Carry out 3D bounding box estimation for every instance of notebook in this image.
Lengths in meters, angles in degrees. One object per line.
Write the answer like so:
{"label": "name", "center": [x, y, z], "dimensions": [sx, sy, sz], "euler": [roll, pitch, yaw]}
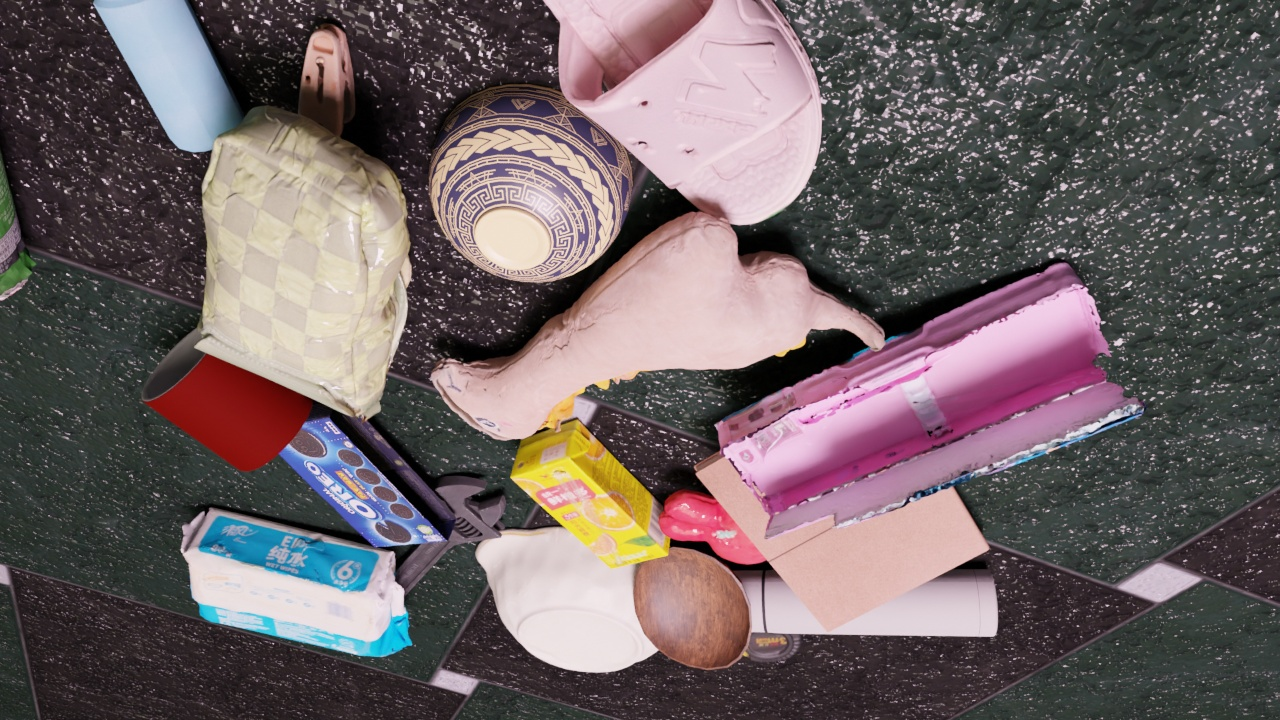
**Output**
{"label": "notebook", "center": [0.151, 0.107, 0.659], "dimensions": [0.141, 0.008, 0.209], "euler": [-31, 122, 12]}

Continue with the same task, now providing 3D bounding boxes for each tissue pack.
{"label": "tissue pack", "center": [-0.306, 0.205, 0.827], "dimensions": [0.209, 0.065, 0.117], "euler": [15, 135, 0]}

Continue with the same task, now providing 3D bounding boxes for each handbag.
{"label": "handbag", "center": [-0.173, -0.057, 0.508], "dimensions": [0.113, 0.116, 0.187], "euler": [28, 135, -2]}

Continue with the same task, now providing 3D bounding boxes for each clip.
{"label": "clip", "center": [-0.162, -0.149, 0.484], "dimensions": [0.025, 0.043, 0.061], "euler": [15, 123, -7]}

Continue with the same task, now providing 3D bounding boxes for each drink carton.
{"label": "drink carton", "center": [-0.035, 0.106, 0.703], "dimensions": [0.059, 0.042, 0.134], "euler": [-20, 129, 28]}

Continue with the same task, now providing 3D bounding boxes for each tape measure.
{"label": "tape measure", "center": [0.113, 0.238, 0.821], "dimensions": [0.067, 0.038, 0.063], "euler": [-5, 126, 8]}

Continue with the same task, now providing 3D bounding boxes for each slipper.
{"label": "slipper", "center": [0.007, -0.149, 0.419], "dimensions": [0.094, 0.064, 0.239], "euler": [-23, 126, 29]}

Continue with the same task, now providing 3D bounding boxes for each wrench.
{"label": "wrench", "center": [-0.192, 0.173, 0.817], "dimensions": [0.073, 0.018, 0.274], "euler": [31, 133, -15]}

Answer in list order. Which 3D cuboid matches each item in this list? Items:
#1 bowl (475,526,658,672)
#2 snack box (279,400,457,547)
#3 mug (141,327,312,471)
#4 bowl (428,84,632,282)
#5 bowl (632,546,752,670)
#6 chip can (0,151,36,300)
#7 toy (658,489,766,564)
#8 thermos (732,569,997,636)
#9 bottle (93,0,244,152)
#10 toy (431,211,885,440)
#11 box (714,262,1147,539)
{"label": "bowl", "center": [-0.050, 0.225, 0.816], "dimensions": [0.219, 0.060, 0.189], "euler": [29, 133, -20]}
{"label": "snack box", "center": [-0.219, 0.091, 0.715], "dimensions": [0.082, 0.027, 0.150], "euler": [-12, 128, 29]}
{"label": "mug", "center": [-0.272, 0.014, 0.636], "dimensions": [0.106, 0.073, 0.082], "euler": [-39, 124, 4]}
{"label": "bowl", "center": [-0.064, -0.084, 0.498], "dimensions": [0.112, 0.061, 0.113], "euler": [5, 136, 4]}
{"label": "bowl", "center": [0.045, 0.196, 0.746], "dimensions": [0.102, 0.026, 0.114], "euler": [10, 115, 22]}
{"label": "chip can", "center": [-0.392, -0.128, 0.498], "dimensions": [0.075, 0.075, 0.224], "euler": [16, 135, -7]}
{"label": "toy", "center": [0.081, 0.120, 0.695], "dimensions": [0.135, 0.045, 0.092], "euler": [1, 134, 1]}
{"label": "thermos", "center": [0.172, 0.199, 0.757], "dimensions": [0.224, 0.052, 0.052], "euler": [-3, 135, 12]}
{"label": "bottle", "center": [-0.243, -0.168, 0.455], "dimensions": [0.040, 0.040, 0.130], "euler": [-1, 135, 10]}
{"label": "toy", "center": [-0.003, 0.003, 0.581], "dimensions": [0.196, 0.065, 0.265], "euler": [27, 138, -24]}
{"label": "box", "center": [0.166, 0.044, 0.539], "dimensions": [0.231, 0.096, 0.085], "euler": [-26, 125, 17]}
